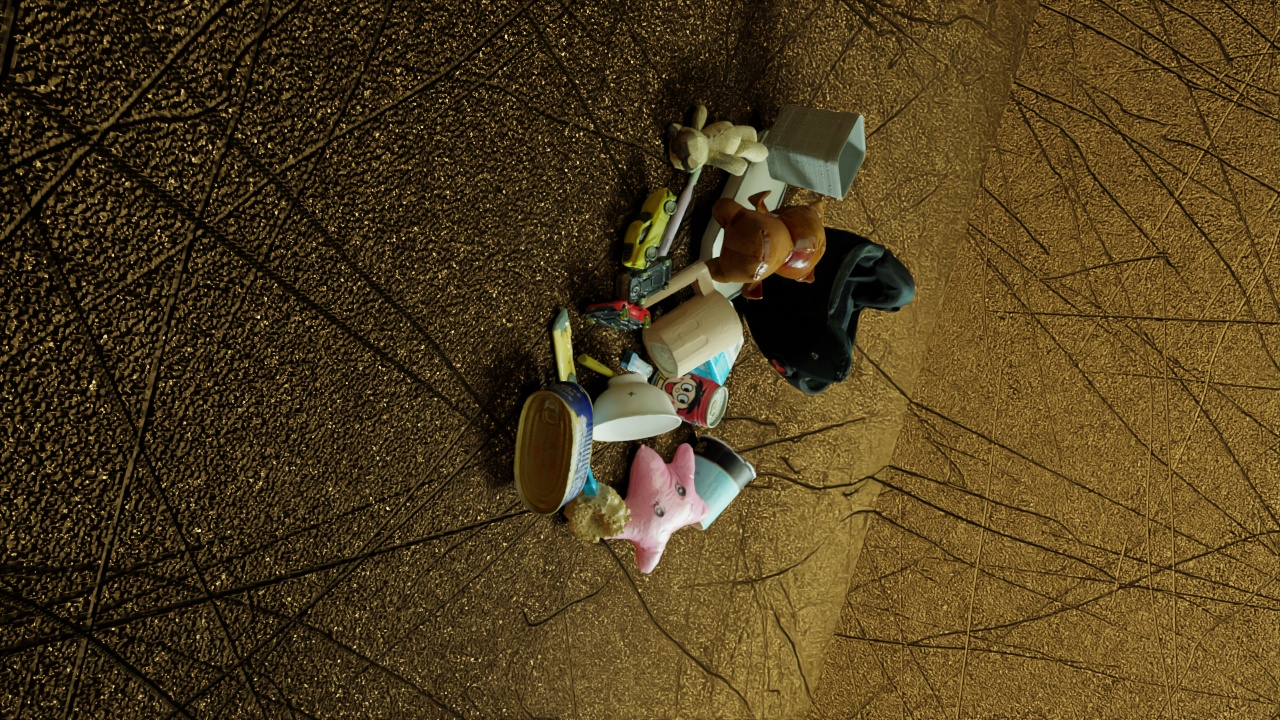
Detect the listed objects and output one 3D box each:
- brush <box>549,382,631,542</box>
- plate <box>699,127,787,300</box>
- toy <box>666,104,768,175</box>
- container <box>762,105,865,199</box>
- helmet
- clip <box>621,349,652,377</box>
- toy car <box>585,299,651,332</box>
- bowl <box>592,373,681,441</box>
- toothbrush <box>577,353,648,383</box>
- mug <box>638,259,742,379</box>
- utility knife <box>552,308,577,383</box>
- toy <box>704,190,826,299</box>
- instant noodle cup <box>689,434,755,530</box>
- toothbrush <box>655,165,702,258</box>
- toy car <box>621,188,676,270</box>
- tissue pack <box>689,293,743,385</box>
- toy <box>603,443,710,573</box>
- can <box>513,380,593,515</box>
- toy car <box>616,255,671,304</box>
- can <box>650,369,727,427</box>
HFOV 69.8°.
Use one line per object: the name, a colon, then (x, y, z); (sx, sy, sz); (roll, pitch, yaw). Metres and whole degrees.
brush: (-0.068, 0.125, 1.104); (0.045, 0.083, 0.255); (-75, 158, -53)
plate: (0.147, -0.213, 1.316); (0.265, 0.034, 0.162); (-66, 154, -10)
toy: (0.096, -0.264, 1.133); (0.156, 0.105, 0.066); (-15, 163, -41)
container: (0.239, -0.292, 1.267); (0.090, 0.114, 0.090); (-60, 152, -21)
helmet: (0.276, -0.082, 1.437); (0.232, 0.230, 0.275); (-41, 152, -32)
clip: (-0.005, 0.007, 1.188); (0.057, 0.033, 0.025); (40, 69, -59)
toy car: (-0.026, -0.055, 1.070); (0.106, 0.049, 0.031); (13, 72, -65)
bowl: (-0.013, 0.054, 1.132); (0.118, 0.118, 0.064); (31, 47, -63)
toothbrush: (-0.030, 0.016, 1.149); (0.190, 0.016, 0.016); (29, 76, -63)
mug: (0.059, -0.051, 1.182); (0.103, 0.084, 0.125); (-32, 113, -19)
utility knife: (-0.083, 0.028, 1.063); (0.030, 0.021, 0.207); (-42, 146, -35)
toy: (0.173, -0.158, 1.236); (0.199, 0.130, 0.140); (-11, 121, -35)
instant noodle cup: (0.101, 0.196, 1.435); (0.120, 0.111, 0.111); (-51, 149, -18)
toothbrush: (0.053, -0.195, 1.164); (0.189, 0.029, 0.021); (-67, -169, -6)
toy car: (0.007, -0.156, 1.075); (0.032, 0.048, 0.105); (28, 81, -30)
tissue pack: (0.096, -0.027, 1.307); (0.089, 0.063, 0.140); (-62, 153, -20)
toy: (0.018, 0.199, 1.297); (0.194, 0.075, 0.179); (-35, 118, -33)
can: (-0.095, 0.096, 1.012); (0.049, 0.075, 0.148); (-28, 131, -58)
toy car: (0.007, -0.101, 1.116); (0.090, 0.035, 0.042); (-31, 135, -45)
can: (0.066, 0.050, 1.267); (0.066, 0.094, 0.067); (-41, 141, -45)
